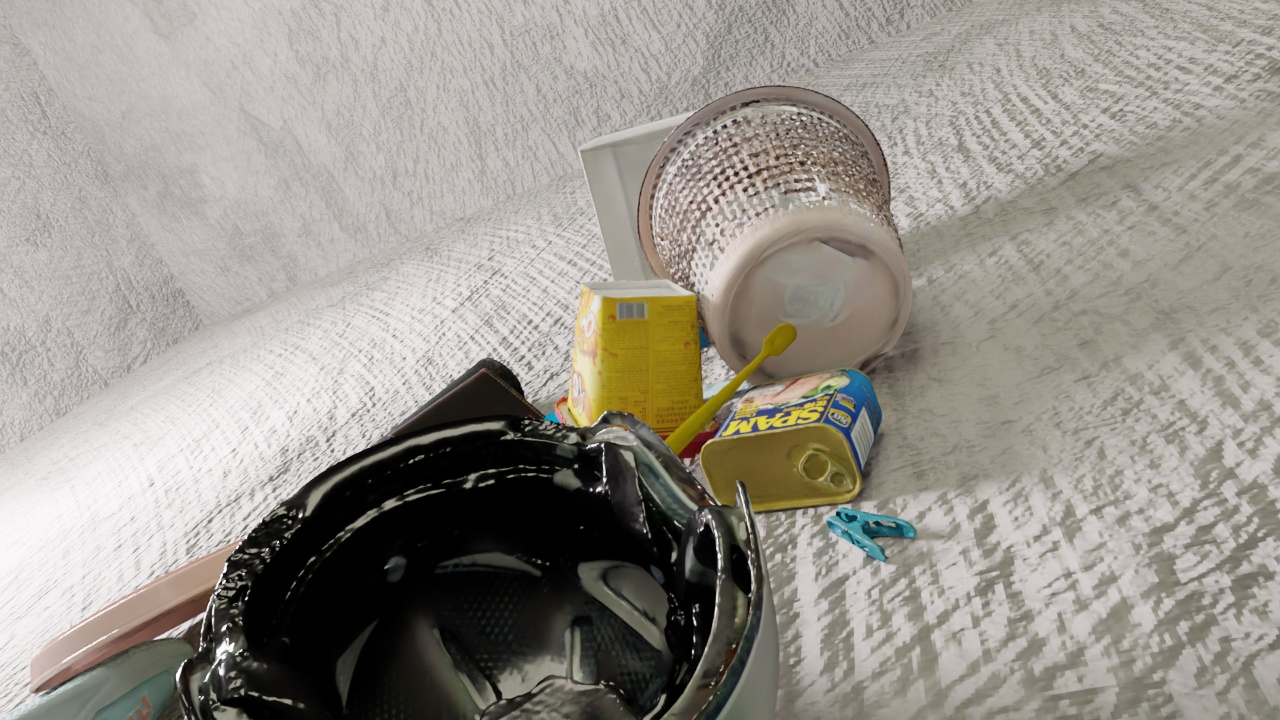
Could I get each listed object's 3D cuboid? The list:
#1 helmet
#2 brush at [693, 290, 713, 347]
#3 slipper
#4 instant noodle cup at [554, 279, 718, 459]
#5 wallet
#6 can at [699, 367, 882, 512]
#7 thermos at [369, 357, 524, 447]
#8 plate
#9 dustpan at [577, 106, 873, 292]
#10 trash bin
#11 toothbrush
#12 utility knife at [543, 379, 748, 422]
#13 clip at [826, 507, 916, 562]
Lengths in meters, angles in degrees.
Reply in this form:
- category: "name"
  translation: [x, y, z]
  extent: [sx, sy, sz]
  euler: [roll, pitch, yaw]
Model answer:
- category: "helmet"
  translation: [-0.057, 0.139, 0.404]
  extent: [0.229, 0.157, 0.274]
  euler: [-30, 25, -30]
- category: "brush"
  translation: [0.015, -0.023, 0.915]
  extent: [0.144, 0.055, 0.073]
  euler: [-12, 38, 32]
- category: "slipper"
  translation: [-0.395, 0.263, 0.624]
  extent: [0.104, 0.074, 0.245]
  euler: [-29, 1, 15]
- category: "instant noodle cup"
  translation: [-0.004, 0.004, 0.709]
  extent: [0.116, 0.124, 0.116]
  euler: [-3, 14, -14]
- category: "wallet"
  translation: [-0.157, 0.068, 0.859]
  extent: [0.096, 0.020, 0.122]
  euler: [37, 52, 17]
- category: "can"
  translation: [0.102, 0.051, 0.604]
  extent: [0.102, 0.057, 0.083]
  euler: [-13, 20, 32]
- category: "thermos"
  translation: [-0.221, 0.091, 0.892]
  extent: [0.241, 0.068, 0.090]
  euler: [-42, 5, -39]
- category: "plate"
  translation: [-0.368, 0.190, 0.735]
  extent: [0.229, 0.028, 0.229]
  euler: [-29, -4, -2]
- category: "dustpan"
  translation: [0.089, -0.146, 0.901]
  extent: [0.258, 0.223, 0.142]
  euler: [-15, 6, -1]
- category: "trash bin"
  translation: [0.117, -0.084, 0.740]
  extent: [0.228, 0.227, 0.191]
  euler: [-22, 32, 9]
- category: "toothbrush"
  translation: [0.042, 0.043, 0.654]
  extent: [0.190, 0.015, 0.016]
  euler: [-46, -6, 13]
- category: "utility knife"
  translation: [-0.001, 0.041, 0.815]
  extent: [0.217, 0.018, 0.034]
  euler: [-14, 31, 29]
- category: "clip"
  translation: [0.128, 0.096, 0.519]
  extent: [0.038, 0.013, 0.055]
  euler: [-32, 22, -21]
